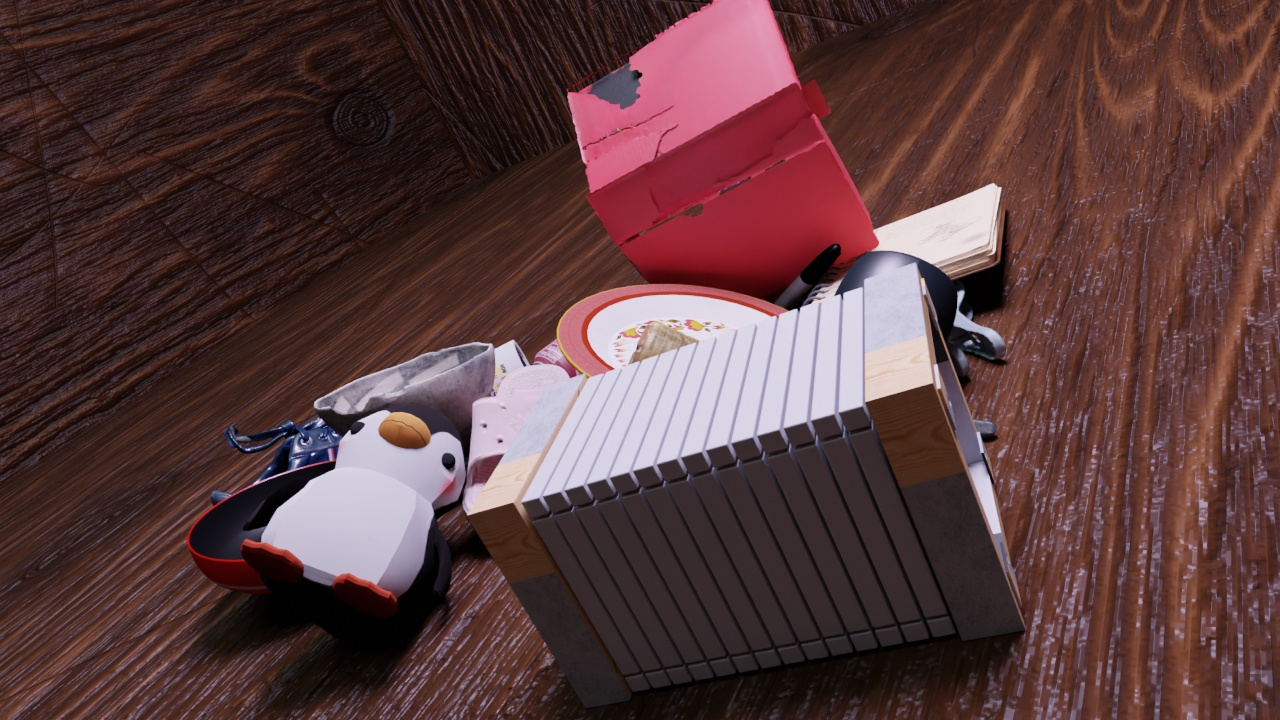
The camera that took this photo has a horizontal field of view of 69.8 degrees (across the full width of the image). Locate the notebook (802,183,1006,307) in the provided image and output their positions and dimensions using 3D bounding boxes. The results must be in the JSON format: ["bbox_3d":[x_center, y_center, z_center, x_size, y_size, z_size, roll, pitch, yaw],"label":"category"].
[{"bbox_3d":[0.248,-0.101,0.848,0.168,0.024,0.224,-19,14,29],"label":"notebook"}]

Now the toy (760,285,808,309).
[{"bbox_3d":[0.112,-0.102,0.990,0.173,0.093,0.163,0,34,28],"label":"toy"}]

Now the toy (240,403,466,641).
[{"bbox_3d":[-0.207,0.121,0.733,0.159,0.140,0.183,19,50,4],"label":"toy"}]

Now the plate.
[{"bbox_3d":[0.046,-0.008,0.752,0.230,0.021,0.229,5,28,-3],"label":"plate"}]

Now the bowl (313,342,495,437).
[{"bbox_3d":[-0.218,0.046,0.900,0.178,0.081,0.178,-16,13,4],"label":"bowl"}]

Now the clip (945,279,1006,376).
[{"bbox_3d":[0.248,-0.039,0.740,0.158,0.030,0.174,-36,22,-19],"label":"clip"}]

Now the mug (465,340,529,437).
[{"bbox_3d":[-0.166,0.023,1.019,0.089,0.073,0.105,-27,32,-1],"label":"mug"}]

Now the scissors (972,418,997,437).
[{"bbox_3d":[0.166,0.038,0.618,0.123,0.019,0.149,12,-13,0],"label":"scissors"}]

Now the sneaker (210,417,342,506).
[{"bbox_3d":[-0.352,0.091,1.027,0.121,0.127,0.293,-6,26,42],"label":"sneaker"}]

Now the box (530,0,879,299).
[{"bbox_3d":[0.056,-0.191,0.825,0.211,0.318,0.121,-24,17,24],"label":"box"}]

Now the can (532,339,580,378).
[{"bbox_3d":[-0.059,-0.007,0.988,0.113,0.063,0.063,-39,23,-30],"label":"can"}]

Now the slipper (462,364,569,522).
[{"bbox_3d":[-0.103,0.057,0.825,0.094,0.064,0.238,-4,30,3],"label":"slipper"}]

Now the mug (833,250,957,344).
[{"bbox_3d":[0.167,-0.017,0.668,0.094,0.085,0.122,-62,12,-15],"label":"mug"}]

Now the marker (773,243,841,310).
[{"bbox_3d":[0.144,-0.061,0.857,0.022,0.016,0.139,-6,-33,-40],"label":"marker"}]

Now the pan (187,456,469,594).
[{"bbox_3d":[-0.234,0.132,0.861,0.356,0.067,0.208,-11,17,-5],"label":"pan"}]

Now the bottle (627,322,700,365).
[{"bbox_3d":[0.069,0.032,0.617,0.059,0.166,0.059,127,167,-90],"label":"bottle"}]

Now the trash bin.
[{"bbox_3d":[0.062,0.073,0.522,0.247,0.142,0.142,-18,21,22],"label":"trash bin"}]
